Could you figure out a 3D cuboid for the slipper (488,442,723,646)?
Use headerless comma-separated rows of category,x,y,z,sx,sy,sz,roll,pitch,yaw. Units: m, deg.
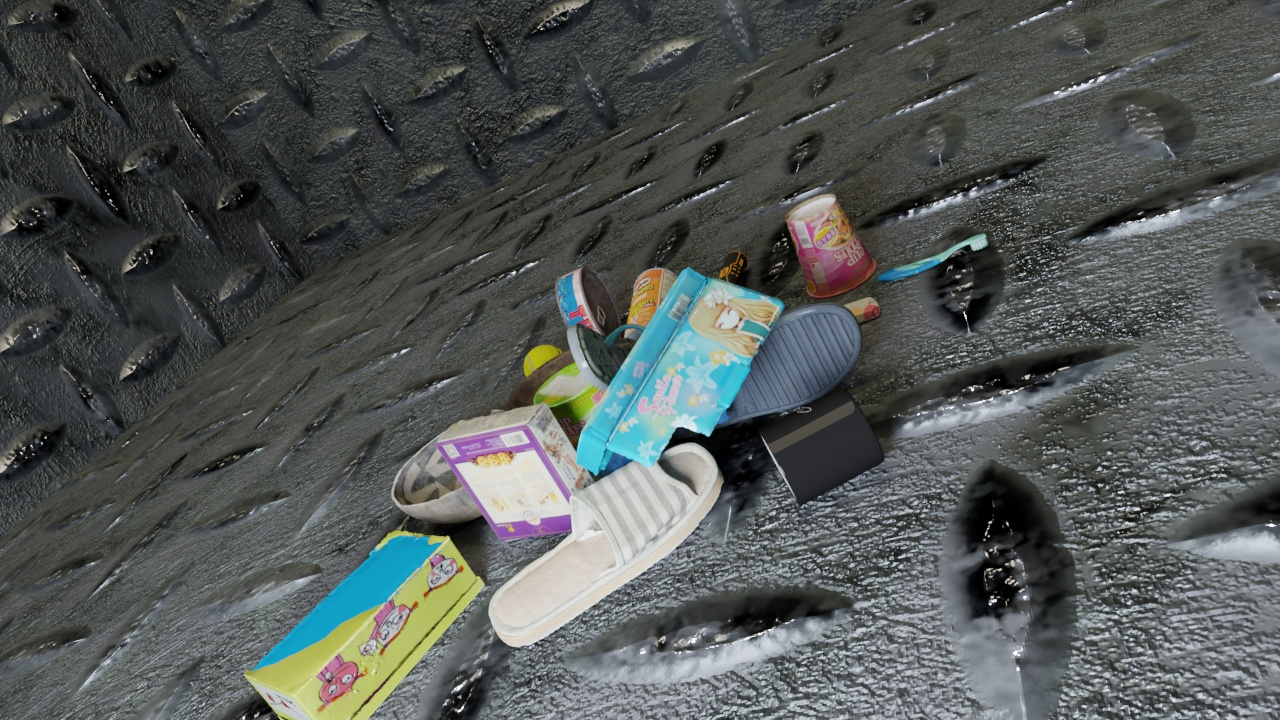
slipper,-0.037,0.174,0.901,0.272,0.054,0.114,-39,39,-10

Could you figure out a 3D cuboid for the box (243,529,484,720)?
box,-0.282,0.280,0.957,0.125,0.083,0.220,-6,29,43

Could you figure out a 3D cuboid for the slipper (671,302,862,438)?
slipper,0.126,0.009,1.025,0.264,0.101,0.082,-26,14,25

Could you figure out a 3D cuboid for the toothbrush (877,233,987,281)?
toothbrush,0.355,-0.122,1.118,0.135,0.017,0.022,-22,24,24

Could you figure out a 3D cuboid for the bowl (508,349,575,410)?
bowl,-0.089,0.049,1.216,0.162,0.070,0.162,-25,23,11

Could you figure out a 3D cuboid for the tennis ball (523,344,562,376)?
tennis ball,-0.141,0.010,1.369,0.065,0.065,0.065,-25,23,11

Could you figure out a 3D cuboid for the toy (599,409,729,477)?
toy,0.014,0.093,0.997,0.177,0.071,0.112,-40,41,19

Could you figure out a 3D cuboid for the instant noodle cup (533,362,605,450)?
instant noodle cup,-0.059,0.067,1.094,0.099,0.108,0.098,-25,22,11

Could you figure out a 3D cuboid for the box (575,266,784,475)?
box,0.025,0.009,0.930,0.170,0.086,0.226,-5,47,53

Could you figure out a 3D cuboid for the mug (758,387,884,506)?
mug,0.166,0.079,0.856,0.088,0.078,0.113,-28,-4,3

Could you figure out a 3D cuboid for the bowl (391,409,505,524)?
bowl,-0.214,0.147,1.145,0.179,0.081,0.178,-25,23,11

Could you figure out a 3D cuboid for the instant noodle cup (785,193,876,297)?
instant noodle cup,0.242,-0.153,1.195,0.098,0.108,0.097,-24,23,11

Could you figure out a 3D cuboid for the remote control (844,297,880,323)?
remote control,0.226,-0.045,1.107,0.126,0.018,0.038,-20,24,18

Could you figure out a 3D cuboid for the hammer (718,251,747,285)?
hammer,0.114,-0.089,1.262,0.123,0.036,0.319,-29,14,21

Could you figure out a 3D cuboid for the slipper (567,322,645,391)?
slipper,-0.006,0.006,1.070,0.055,0.098,0.268,-24,-12,16

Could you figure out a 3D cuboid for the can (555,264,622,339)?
can,-0.077,-0.077,1.390,0.044,0.130,0.129,-22,23,17

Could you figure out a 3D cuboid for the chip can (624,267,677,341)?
chip can,0.019,-0.059,1.304,0.075,0.075,0.214,-23,23,15

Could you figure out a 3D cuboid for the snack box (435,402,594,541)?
snack box,-0.130,0.126,1.001,0.144,0.148,0.040,-13,26,35
